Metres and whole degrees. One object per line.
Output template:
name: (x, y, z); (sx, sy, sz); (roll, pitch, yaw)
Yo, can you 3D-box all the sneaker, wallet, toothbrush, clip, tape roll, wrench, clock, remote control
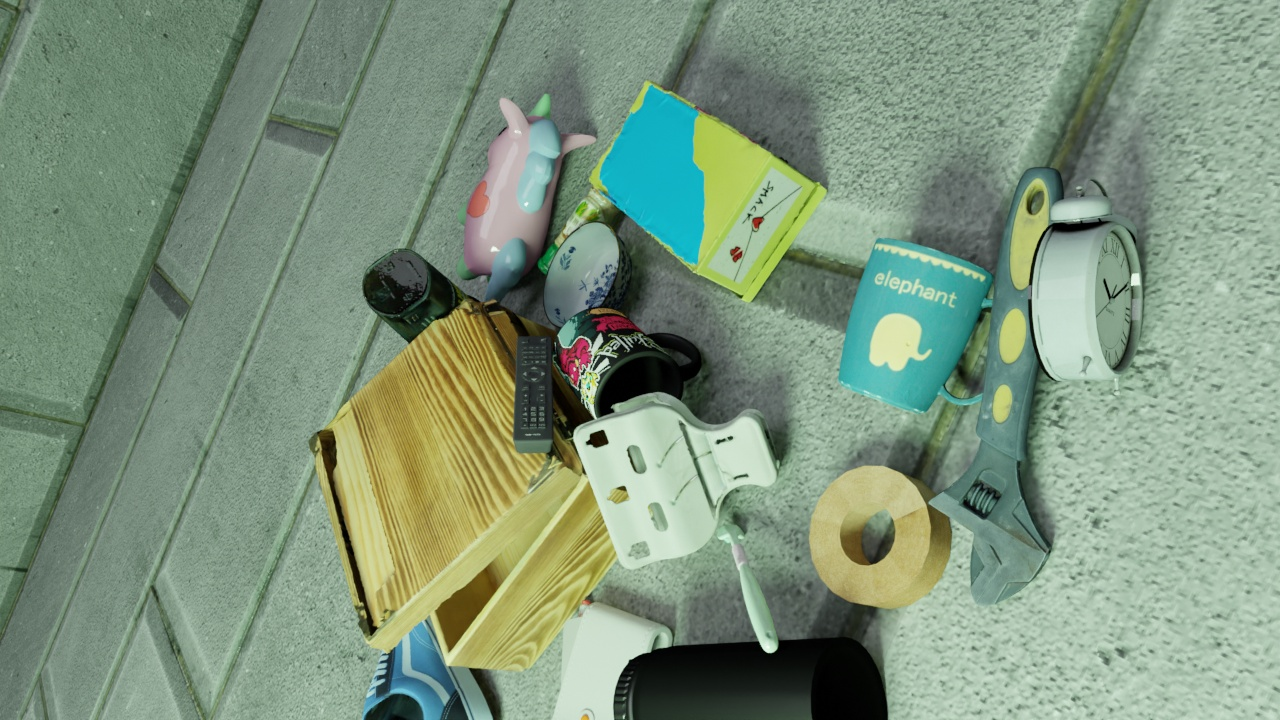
sneaker: (-0.239, 0.310, 0.918); (0.241, 0.098, 0.083); (35, 118, 48)
wallet: (-0.035, 0.268, 0.772); (0.115, 0.037, 0.118); (3, 72, 48)
toothbrush: (0.077, 0.159, 0.658); (0.154, 0.022, 0.015); (-104, 13, -71)
clip: (0.035, 0.082, 0.734); (0.152, 0.126, 0.101); (-21, 9, -3)
tape roll: (0.162, 0.120, 0.627); (0.094, 0.027, 0.093); (-22, 58, 40)
wrench: (0.229, 0.016, 0.567); (0.073, 0.022, 0.273); (9, 91, 36)
clock: (0.263, -0.046, 0.537); (0.035, 0.094, 0.122); (2, 81, 44)
remote control: (-0.089, 0.025, 0.769); (0.136, 0.032, 0.015); (-97, 8, -51)

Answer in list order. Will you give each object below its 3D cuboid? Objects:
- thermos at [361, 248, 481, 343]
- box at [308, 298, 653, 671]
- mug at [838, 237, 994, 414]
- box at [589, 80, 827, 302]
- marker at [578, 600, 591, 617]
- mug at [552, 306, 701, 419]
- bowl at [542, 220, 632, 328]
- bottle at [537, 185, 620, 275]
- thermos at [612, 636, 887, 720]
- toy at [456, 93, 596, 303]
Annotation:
thermos: (-0.222, -0.046, 0.990); (0.098, 0.221, 0.098); (-2, 75, 7)
box: (-0.153, 0.098, 0.864); (0.252, 0.192, 0.279); (-52, 41, 16)
mug: (0.195, -0.016, 0.620); (0.112, 0.084, 0.104); (22, 95, 21)
box: (0.051, -0.161, 0.837); (0.124, 0.079, 0.221); (-58, 39, 12)
marker: (-0.060, 0.284, 0.812); (0.013, 0.012, 0.142); (-4, 71, 47)
mug: (-0.005, 0.005, 0.803); (0.098, 0.117, 0.082); (-136, 36, -53)
bowl: (-0.045, -0.079, 0.925); (0.115, 0.045, 0.114); (-21, 60, 41)
bottle: (-0.063, -0.133, 0.972); (0.111, 0.043, 0.043); (-52, 43, 17)
thermos: (0.061, 0.242, 0.640); (0.199, 0.086, 0.086); (-19, 60, 42)
toy: (-0.140, -0.176, 1.030); (0.172, 0.120, 0.221); (-32, 50, 47)
